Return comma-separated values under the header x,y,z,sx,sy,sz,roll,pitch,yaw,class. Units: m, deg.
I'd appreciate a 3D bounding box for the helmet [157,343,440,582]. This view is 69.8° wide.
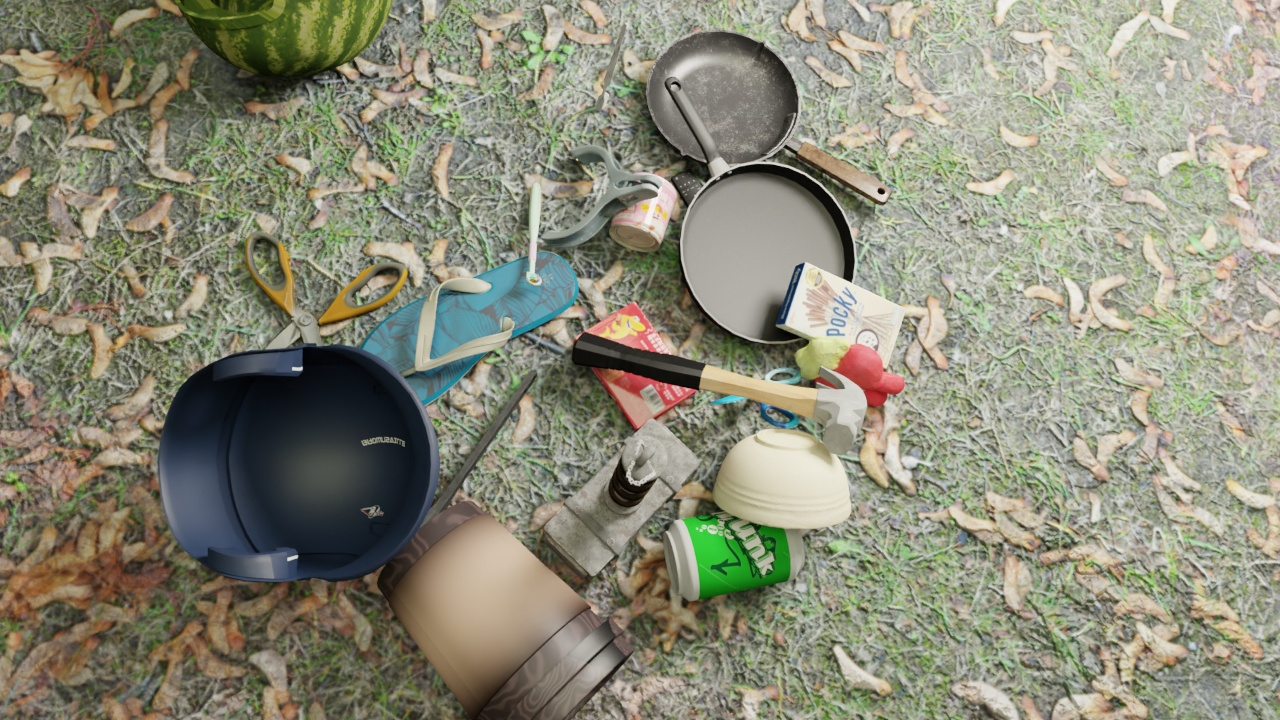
x,y,z,sx,sy,sz,roll,pitch,yaw,class
-0.304,0.100,0.913,0.273,0.222,0.232,-2,86,30,helmet

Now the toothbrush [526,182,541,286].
x,y,z,sx,sy,sz,roll,pitch,yaw,class
-0.128,-0.156,1.110,0.022,0.015,0.154,25,49,-37,toothbrush

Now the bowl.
x,y,z,sx,sy,sz,roll,pitch,yaw,class
0.156,0.119,0.994,0.150,0.150,0.075,2,104,-6,bowl

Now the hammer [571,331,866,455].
x,y,z,sx,sy,sz,roll,pitch,yaw,class
0.085,0.022,1.022,0.328,0.130,0.039,13,117,11,hammer

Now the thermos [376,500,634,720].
x,y,z,sx,sy,sz,roll,pitch,yaw,class
-0.142,0.266,0.923,0.172,0.173,0.226,-42,75,-16,thermos

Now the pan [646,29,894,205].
x,y,z,sx,sy,sz,roll,pitch,yaw,class
0.171,-0.295,1.192,0.357,0.040,0.207,34,72,3,pan

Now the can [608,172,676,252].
x,y,z,sx,sy,sz,roll,pitch,yaw,class
0.003,-0.181,1.122,0.067,0.067,0.076,18,73,-1,can

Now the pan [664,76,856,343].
x,y,z,sx,sy,sz,roll,pitch,yaw,class
0.122,-0.187,1.121,0.225,0.034,0.356,-30,90,-15,pan

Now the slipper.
x,y,z,sx,sy,sz,roll,pitch,yaw,class
-0.205,-0.045,1.063,0.294,0.060,0.118,-31,75,-15,slipper

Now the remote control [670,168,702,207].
x,y,z,sx,sy,sz,roll,pitch,yaw,class
0.086,-0.180,1.161,0.030,0.009,0.140,-27,78,-14,remote control

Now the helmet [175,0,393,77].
x,y,z,sx,sy,sz,roll,pitch,yaw,class
-0.406,-0.456,1.073,0.213,0.248,0.242,39,31,24,helmet

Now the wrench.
x,y,z,sx,sy,sz,roll,pitch,yaw,class
-0.191,0.118,1.016,0.018,0.073,0.272,31,66,4,wrench

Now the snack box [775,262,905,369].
x,y,z,sx,sy,sz,roll,pitch,yaw,class
0.242,-0.052,1.102,0.150,0.026,0.082,21,82,-18,snack box

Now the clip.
x,y,z,sx,sy,sz,roll,pitch,yaw,class
-0.064,-0.197,1.114,0.166,0.032,0.164,-42,49,11,clip

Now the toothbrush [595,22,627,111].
x,y,z,sx,sy,sz,roll,pitch,yaw,class
-0.033,-0.355,1.112,0.010,0.182,0.010,38,69,0,toothbrush

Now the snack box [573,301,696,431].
x,y,z,sx,sy,sz,roll,pitch,yaw,class
-0.006,0.006,1.087,0.089,0.021,0.133,-32,79,-15,snack box

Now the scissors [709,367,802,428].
x,y,z,sx,sy,sz,roll,pitch,yaw,class
0.143,0.041,1.062,0.133,0.011,0.140,-11,33,-25,scissors

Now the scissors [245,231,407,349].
x,y,z,sx,sy,sz,roll,pitch,yaw,class
-0.389,-0.069,1.072,0.225,0.016,0.230,-40,81,-15,scissors

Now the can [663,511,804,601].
x,y,z,sx,sy,sz,roll,pitch,yaw,class
0.101,0.208,1.002,0.140,0.088,0.087,-9,74,-9,can

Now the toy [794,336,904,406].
x,y,z,sx,sy,sz,roll,pitch,yaw,class
0.247,0.013,1.080,0.135,0.092,0.045,25,53,-14,toy

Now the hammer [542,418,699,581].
x,y,z,sx,sy,sz,roll,pitch,yaw,class
-0.009,0.118,0.892,0.079,0.327,0.176,43,73,7,hammer
